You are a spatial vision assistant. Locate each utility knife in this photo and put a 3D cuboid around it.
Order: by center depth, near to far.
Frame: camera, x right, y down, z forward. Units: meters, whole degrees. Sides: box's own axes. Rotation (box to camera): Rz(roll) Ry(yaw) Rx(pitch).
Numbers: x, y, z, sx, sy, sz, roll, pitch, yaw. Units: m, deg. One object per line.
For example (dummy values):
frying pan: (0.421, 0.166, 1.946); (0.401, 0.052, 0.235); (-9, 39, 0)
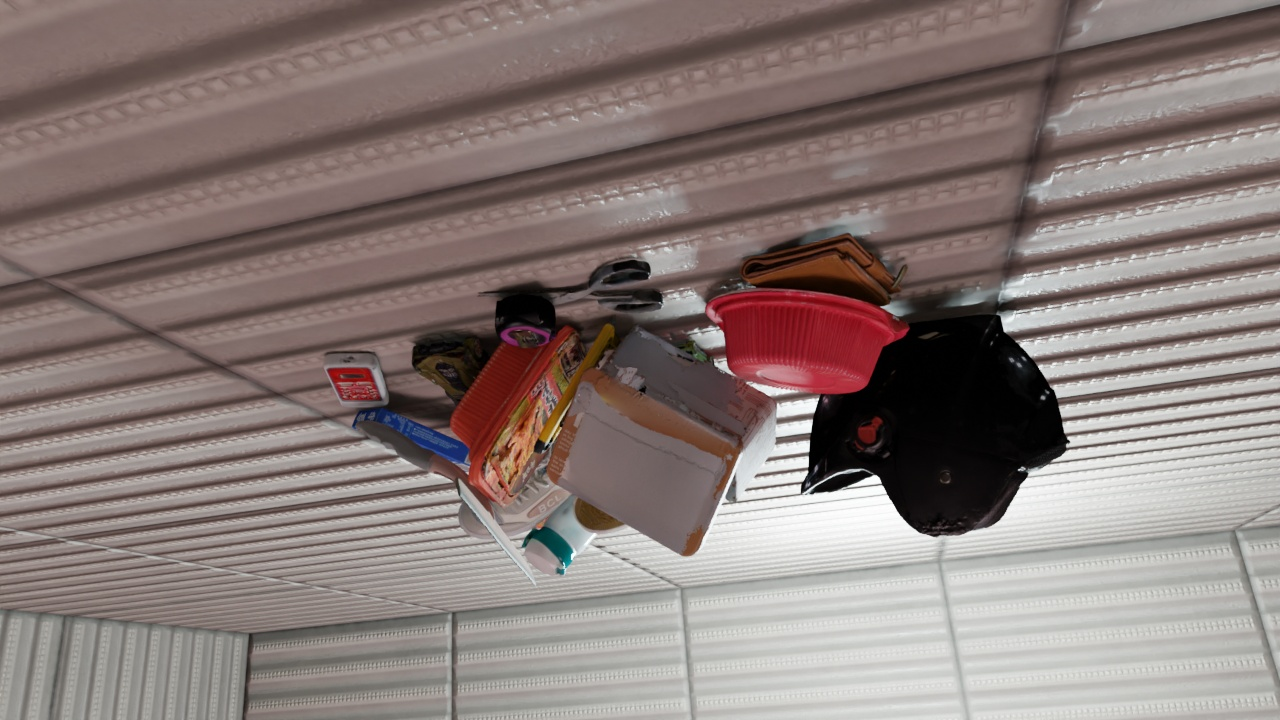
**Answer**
utility knife: (-0.063, 0.026, 0.932); (0.015, 0.165, 0.033); (32, -173, 10)

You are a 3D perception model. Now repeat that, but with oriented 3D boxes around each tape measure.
tape measure: (-0.107, -0.035, 0.854); (0.057, 0.039, 0.058); (-5, 159, 13)

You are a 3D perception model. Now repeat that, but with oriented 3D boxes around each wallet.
wallet: (0.173, -0.073, 0.837); (0.119, 0.035, 0.130); (-16, 156, 31)

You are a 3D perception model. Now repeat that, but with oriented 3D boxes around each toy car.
toy car: (-0.189, 0.013, 0.987); (0.070, 0.042, 0.158); (-8, 161, 12)
toy car: (0.054, 0.006, 1.020); (0.043, 0.036, 0.091); (-12, 154, 23)

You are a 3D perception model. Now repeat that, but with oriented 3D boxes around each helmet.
helmet: (0.300, 0.072, 0.971); (0.275, 0.230, 0.233); (-8, 166, 23)

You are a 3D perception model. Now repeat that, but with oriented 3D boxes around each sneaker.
sneaker: (-0.127, 0.153, 1.186); (0.242, 0.089, 0.091); (-32, 169, -9)
sneaker: (0.019, 0.146, 1.190); (0.240, 0.118, 0.088); (-37, 160, -14)

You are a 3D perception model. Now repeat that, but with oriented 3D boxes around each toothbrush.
toothbrush: (-0.006, 0.006, 1.034); (0.017, 0.015, 0.190); (-4, 160, 18)
toothbrush: (-0.221, 0.056, 1.134); (0.014, 0.016, 0.189); (8, 161, 0)

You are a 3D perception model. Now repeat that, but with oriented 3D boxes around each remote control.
remote control: (-0.313, 0.024, 1.017); (0.056, 0.020, 0.136); (-1, 159, -10)

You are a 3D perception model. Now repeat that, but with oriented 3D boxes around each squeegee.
squeegee: (-0.224, 0.122, 1.001); (0.250, 0.040, 0.248); (31, 159, 28)

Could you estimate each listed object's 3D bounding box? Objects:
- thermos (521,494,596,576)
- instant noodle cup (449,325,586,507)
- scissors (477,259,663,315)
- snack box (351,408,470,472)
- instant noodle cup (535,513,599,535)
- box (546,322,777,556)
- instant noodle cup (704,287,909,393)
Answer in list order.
thermos: (-0.068, 0.196, 1.251); (0.073, 0.223, 0.073); (32, 150, 21)
instant noodle cup: (-0.129, 0.054, 0.965); (0.079, 0.188, 0.165); (27, 163, 15)
scissors: (-0.058, -0.062, 0.858); (0.159, 0.014, 0.176); (14, 155, -33)
snack box: (-0.268, 0.100, 1.134); (0.157, 0.026, 0.085); (29, 160, -30)
instant noodle cup: (-0.108, 0.191, 1.341); (0.137, 0.137, 0.109); (13, 161, -38)
box: (0.019, 0.090, 0.921); (0.182, 0.180, 0.154); (30, 161, 22)
instant noodle cup: (0.154, -0.012, 0.883); (0.194, 0.065, 0.194); (9, 168, 2)
